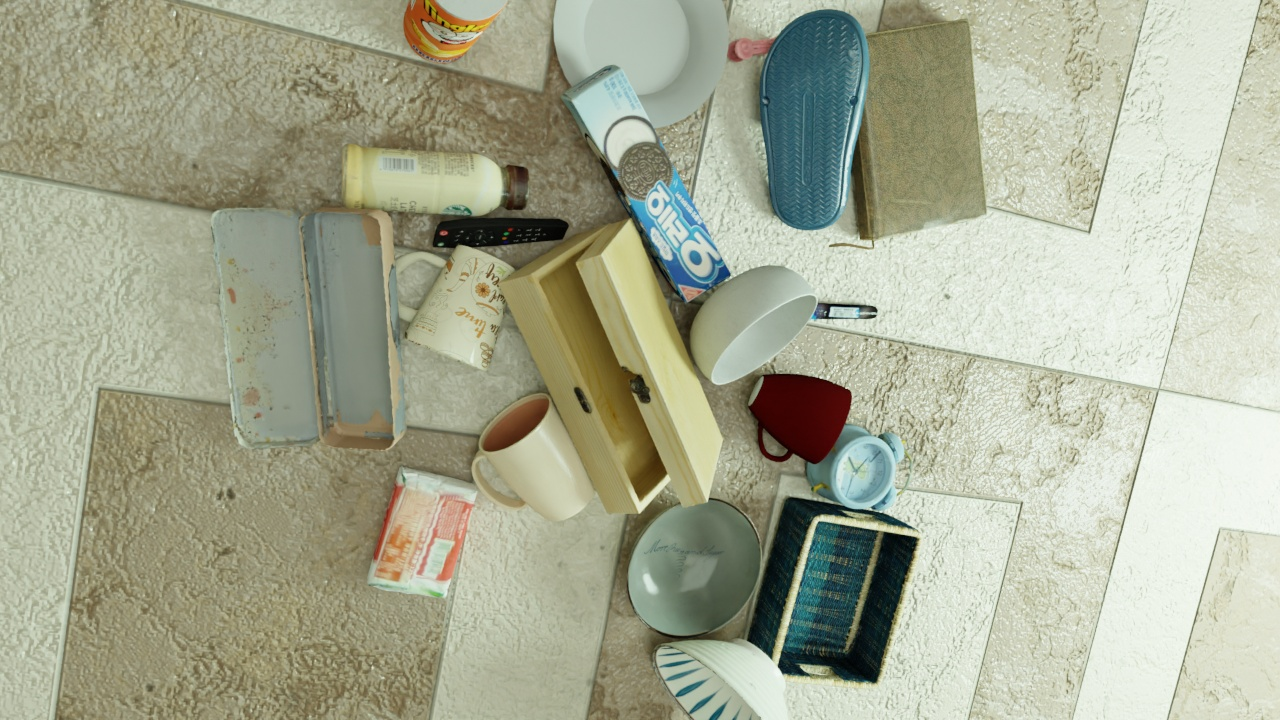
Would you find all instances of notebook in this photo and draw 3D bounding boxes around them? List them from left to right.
[{"bbox_3d":[0.271,-0.234,0.964,0.190,0.034,0.215,-13,103,-15],"label":"notebook"}]

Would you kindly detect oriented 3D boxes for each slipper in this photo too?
[{"bbox_3d":[0.170,-0.236,0.913,0.104,0.059,0.214,8,114,15],"label":"slipper"}]

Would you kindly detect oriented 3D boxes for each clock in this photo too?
[{"bbox_3d":[0.245,0.119,1.009,0.124,0.052,0.089,9,95,-20],"label":"clock"}]

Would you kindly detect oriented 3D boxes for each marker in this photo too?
[{"bbox_3d":[0.201,-0.053,0.985,0.123,0.015,0.018,0,103,-21],"label":"marker"}]

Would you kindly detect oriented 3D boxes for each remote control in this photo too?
[{"bbox_3d":[-0.129,-0.120,0.855,0.124,0.039,0.010,-6,69,-22],"label":"remote control"}]

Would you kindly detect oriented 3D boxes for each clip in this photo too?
[{"bbox_3d":[0.117,-0.308,0.901,0.058,0.038,0.022,-16,101,-19],"label":"clip"}]

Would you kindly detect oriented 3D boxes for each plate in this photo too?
[{"bbox_3d":[0.001,-0.308,0.872,0.172,0.019,0.173,-3,100,-17],"label":"plate"}]

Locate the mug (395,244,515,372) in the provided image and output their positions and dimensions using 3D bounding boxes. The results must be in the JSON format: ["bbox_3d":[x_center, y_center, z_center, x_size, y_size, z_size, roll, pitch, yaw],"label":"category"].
[{"bbox_3d":[-0.178,-0.057,0.840,0.122,0.081,0.097,22,84,6],"label":"mug"}]

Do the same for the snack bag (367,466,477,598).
[{"bbox_3d":[-0.208,0.165,0.878,0.077,0.036,0.116,16,95,-19],"label":"snack bag"}]

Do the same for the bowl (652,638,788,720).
[{"bbox_3d":[0.100,0.340,0.950,0.070,0.178,0.177,-40,110,-28],"label":"bowl"}]

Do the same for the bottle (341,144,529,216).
[{"bbox_3d":[-0.182,-0.158,0.819,0.162,0.056,0.056,1,99,-18],"label":"bottle"}]

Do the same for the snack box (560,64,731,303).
[{"bbox_3d":[0.007,-0.163,0.866,0.059,0.059,0.226,-33,115,-4],"label":"snack box"}]

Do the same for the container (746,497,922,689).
[{"bbox_3d":[0.211,0.255,1.011,0.145,0.071,0.187,12,96,-20],"label":"container"}]

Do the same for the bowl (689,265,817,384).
[{"bbox_3d":[0.103,-0.043,0.905,0.131,0.132,0.064,-33,69,-10],"label":"bowl"}]

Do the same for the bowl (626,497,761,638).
[{"bbox_3d":[0.048,0.208,0.958,0.150,0.057,0.151,-3,100,-18],"label":"bowl"}]

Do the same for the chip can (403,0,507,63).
[{"bbox_3d":[-0.149,-0.282,0.726,0.062,0.210,0.062,-3,100,-18],"label":"chip can"}]

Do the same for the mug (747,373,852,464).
[{"bbox_3d":[0.155,0.061,0.965,0.088,0.086,0.114,25,123,-3],"label":"mug"}]

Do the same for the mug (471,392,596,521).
[{"bbox_3d":[-0.106,0.103,0.885,0.112,0.085,0.104,-25,115,17],"label":"mug"}]

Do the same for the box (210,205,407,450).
[{"bbox_3d":[-0.289,-0.025,0.799,0.154,0.058,0.217,1,108,2],"label":"box"}]

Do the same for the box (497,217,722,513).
[{"bbox_3d":[-0.002,0.003,0.854,0.140,0.123,0.249,-39,114,-42],"label":"box"}]
